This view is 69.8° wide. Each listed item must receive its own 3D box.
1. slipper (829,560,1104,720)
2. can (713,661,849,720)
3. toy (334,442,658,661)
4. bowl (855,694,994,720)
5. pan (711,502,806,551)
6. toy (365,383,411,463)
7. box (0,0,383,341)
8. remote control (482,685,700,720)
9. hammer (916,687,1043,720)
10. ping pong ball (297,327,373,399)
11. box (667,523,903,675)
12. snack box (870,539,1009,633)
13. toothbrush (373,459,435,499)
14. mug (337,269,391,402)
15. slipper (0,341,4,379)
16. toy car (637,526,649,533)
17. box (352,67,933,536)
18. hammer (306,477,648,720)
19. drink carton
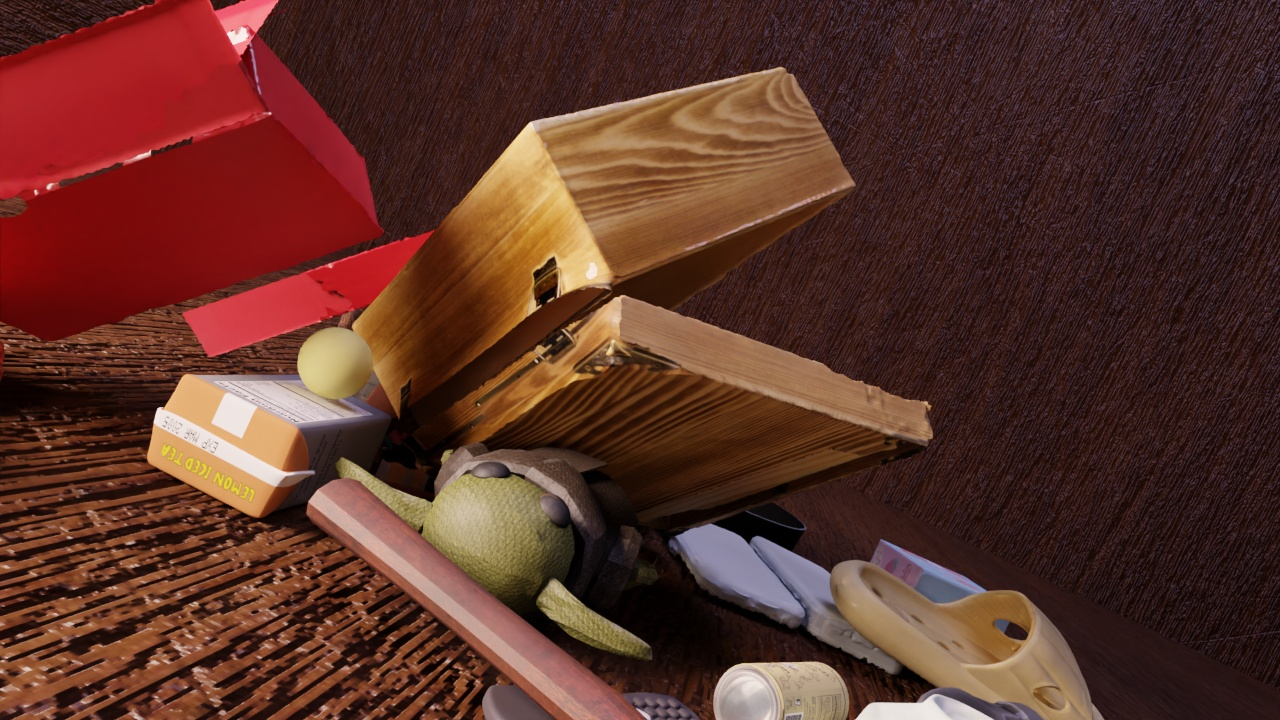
[{"bbox_3d":[0.266,0.216,0.694,0.261,0.079,0.111,30,20,-5],"label":"slipper"},{"bbox_3d":[0.073,0.173,0.464,0.038,0.038,0.079,27,3,39],"label":"can"},{"bbox_3d":[-0.058,0.089,0.491,0.179,0.078,0.152,28,4,13],"label":"toy"},{"bbox_3d":[0.146,0.196,0.423,0.117,0.061,0.117,26,2,-1],"label":"bowl"},{"bbox_3d":[0.014,0.122,0.990,0.355,0.044,0.204,24,2,-14],"label":"pan"},{"bbox_3d":[-0.165,0.058,0.678,0.090,0.071,0.102,38,21,-19],"label":"toy"},{"bbox_3d":[-0.294,-0.180,0.344,0.468,0.214,0.138,68,6,-54],"label":"box"},{"bbox_3d":[-0.012,0.152,0.383,0.124,0.009,0.046,23,3,-43],"label":"remote control"},{"bbox_3d":[0.279,0.275,0.480,0.169,0.034,0.325,22,5,-39],"label":"hammer"},{"bbox_3d":[-0.169,0.002,0.510,0.040,0.040,0.040,25,2,-1],"label":"ping pong ball"},{"bbox_3d":[0.113,0.184,0.780,0.190,0.037,0.209,27,2,-9],"label":"box"},{"bbox_3d":[0.250,0.220,0.802,0.093,0.079,0.095,25,0,-9],"label":"snack box"},{"bbox_3d":[-0.099,0.100,0.630,0.184,0.015,0.015,26,-5,-38],"label":"toothbrush"},{"bbox_3d":[-0.216,-0.011,0.764,0.080,0.107,0.116,24,2,-17],"label":"mug"},{"bbox_3d":[-0.330,-0.020,0.339,0.103,0.059,0.248,25,1,0],"label":"slipper"},{"bbox_3d":[-0.003,0.119,0.820,0.047,0.047,0.112,21,4,-32],"label":"toy car"},{"bbox_3d":[-0.011,0.008,0.602,0.268,0.264,0.280,-24,-4,-41],"label":"box"},{"bbox_3d":[-0.022,0.129,0.344,0.301,0.028,0.111,30,7,27],"label":"hammer"},{"bbox_3d":[-0.194,0.042,0.497,0.076,0.048,0.125,25,2,6],"label":"drink carton"}]
